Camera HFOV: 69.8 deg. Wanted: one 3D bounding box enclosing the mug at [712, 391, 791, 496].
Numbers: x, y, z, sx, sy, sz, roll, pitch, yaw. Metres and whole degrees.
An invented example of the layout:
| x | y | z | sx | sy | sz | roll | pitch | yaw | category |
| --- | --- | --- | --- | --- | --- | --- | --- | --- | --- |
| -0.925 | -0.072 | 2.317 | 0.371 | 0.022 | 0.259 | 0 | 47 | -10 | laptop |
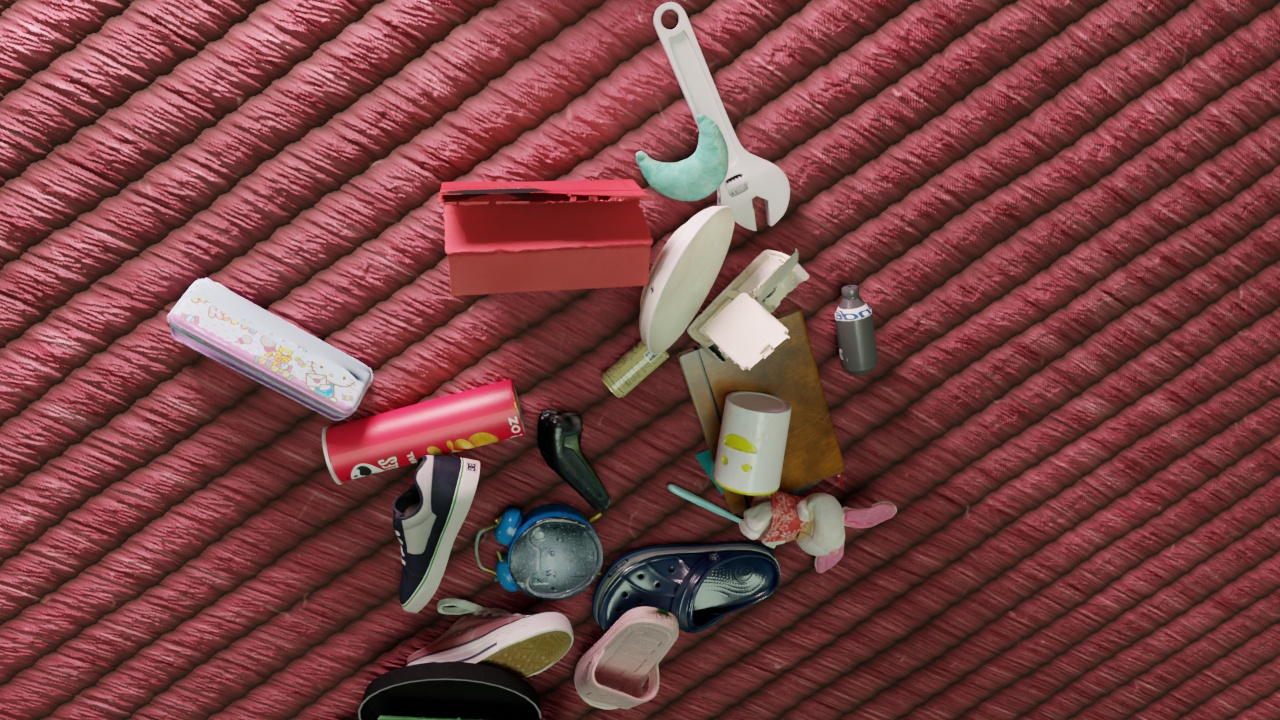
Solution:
| x | y | z | sx | sy | sz | roll | pitch | yaw | category |
| --- | --- | --- | --- | --- | --- | --- | --- | --- | --- |
| 0.135 | 0.099 | 1.113 | 0.082 | 0.082 | 0.106 | 4 | 106 | -11 | mug |

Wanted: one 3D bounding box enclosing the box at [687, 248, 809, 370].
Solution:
| x | y | z | sx | sy | sz | roll | pitch | yaw | category |
| --- | --- | --- | --- | --- | --- | --- | --- | --- | --- |
| 0.120 | -0.067 | 1.012 | 0.143 | 0.191 | 0.069 | -47 | 109 | 0 | box |

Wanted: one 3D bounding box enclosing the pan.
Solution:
| x | y | z | sx | sy | sz | roll | pitch | yaw | category |
| --- | --- | --- | --- | --- | --- | --- | --- | --- | --- |
| -0.301 | 0.454 | 1.171 | 0.357 | 0.034 | 0.225 | -13 | 136 | 11 | pan |

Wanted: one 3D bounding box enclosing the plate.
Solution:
| x | y | z | sx | sy | sz | roll | pitch | yaw | category |
| --- | --- | --- | --- | --- | --- | --- | --- | --- | --- |
| 0.045 | -0.094 | 1.017 | 0.034 | 0.182 | 0.182 | 30 | 103 | 15 | plate |

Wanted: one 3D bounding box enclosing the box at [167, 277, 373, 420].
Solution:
| x | y | z | sx | sy | sz | roll | pitch | yaw | category |
| --- | --- | --- | --- | --- | --- | --- | --- | --- | --- |
| -0.403 | -0.010 | 1.012 | 0.214 | 0.096 | 0.077 | 31 | 73 | -18 | box |

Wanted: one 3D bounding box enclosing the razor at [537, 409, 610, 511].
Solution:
| x | y | z | sx | sy | sz | roll | pitch | yaw | category |
| --- | --- | --- | --- | --- | --- | --- | --- | --- | --- |
| -0.076 | 0.122 | 1.123 | 0.067 | 0.054 | 0.151 | -40 | 117 | -13 | razor |

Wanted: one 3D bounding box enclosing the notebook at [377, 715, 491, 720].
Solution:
| x | y | z | sx | sy | sz | roll | pitch | yaw | category |
| --- | --- | --- | --- | --- | --- | --- | --- | --- | --- |
| -0.217 | 0.505 | 1.199 | 0.252 | 0.010 | 0.182 | 8 | 136 | -13 | notebook |

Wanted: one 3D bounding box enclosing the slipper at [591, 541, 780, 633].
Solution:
| x | y | z | sx | sy | sz | roll | pitch | yaw | category |
| --- | --- | --- | --- | --- | --- | --- | --- | --- | --- |
| 0.063 | 0.295 | 1.180 | 0.252 | 0.095 | 0.105 | -10 | 112 | -10 | slipper |

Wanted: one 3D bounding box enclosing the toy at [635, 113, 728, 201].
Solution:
| x | y | z | sx | sy | sz | roll | pitch | yaw | category |
| --- | --- | --- | --- | --- | --- | --- | --- | --- | --- |
| 0.054 | -0.219 | 1.022 | 0.105 | 0.033 | 0.085 | -27 | 116 | 29 | toy |

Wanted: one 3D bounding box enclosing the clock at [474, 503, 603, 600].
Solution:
| x | y | z | sx | sy | sz | roll | pitch | yaw | category |
| --- | --- | --- | --- | --- | --- | --- | --- | --- | --- |
| -0.126 | 0.235 | 1.144 | 0.161 | 0.060 | 0.117 | 1 | 109 | -9 | clock |

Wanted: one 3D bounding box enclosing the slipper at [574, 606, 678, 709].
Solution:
| x | y | z | sx | sy | sz | roll | pitch | yaw | category |
| --- | --- | --- | --- | --- | --- | --- | --- | --- | --- |
| -0.023 | 0.397 | 1.168 | 0.094 | 0.064 | 0.240 | 18 | 132 | -11 | slipper |

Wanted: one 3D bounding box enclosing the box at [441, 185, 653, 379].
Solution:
| x | y | z | sx | sy | sz | roll | pitch | yaw | category |
| --- | --- | --- | --- | --- | --- | --- | --- | --- | --- |
| -0.112 | -0.061 | 1.050 | 0.213 | 0.152 | 0.326 | -3 | 142 | -10 | box |

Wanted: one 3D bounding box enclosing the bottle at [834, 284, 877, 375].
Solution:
| x | y | z | sx | sy | sz | roll | pitch | yaw | category |
| --- | --- | --- | --- | --- | --- | --- | --- | --- | --- |
| 0.263 | -0.038 | 1.125 | 0.047 | 0.047 | 0.112 | -14 | 110 | -5 | bottle |

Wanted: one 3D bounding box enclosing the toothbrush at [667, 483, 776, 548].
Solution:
| x | y | z | sx | sy | sz | roll | pitch | yaw | category |
| --- | --- | --- | --- | --- | --- | --- | --- | --- | --- |
| 0.109 | 0.202 | 1.196 | 0.180 | 0.016 | 0.017 | 30 | 110 | -18 | toothbrush |

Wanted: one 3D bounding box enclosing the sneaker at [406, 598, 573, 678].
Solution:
| x | y | z | sx | sy | sz | roll | pitch | yaw | category |
| --- | --- | --- | --- | --- | --- | --- | --- | --- | --- |
| -0.192 | 0.351 | 1.158 | 0.241 | 0.087 | 0.118 | -22 | 134 | 17 | sneaker |

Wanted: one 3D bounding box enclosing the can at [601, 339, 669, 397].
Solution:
| x | y | z | sx | sy | sz | roll | pitch | yaw | category |
| --- | --- | --- | --- | --- | --- | --- | --- | --- | --- |
| -0.007 | 0.006 | 1.098 | 0.079 | 0.038 | 0.038 | -41 | 110 | 5 | can |

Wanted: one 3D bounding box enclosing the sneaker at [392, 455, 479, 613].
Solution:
| x | y | z | sx | sy | sz | roll | pitch | yaw | category |
| --- | --- | --- | --- | --- | --- | --- | --- | --- | --- |
| -0.261 | 0.203 | 1.081 | 0.079 | 0.084 | 0.236 | 16 | 120 | -17 | sneaker |

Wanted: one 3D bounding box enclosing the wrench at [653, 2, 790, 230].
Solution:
| x | y | z | sx | sy | sz | roll | pitch | yaw | category |
| --- | --- | --- | --- | --- | --- | --- | --- | --- | --- |
| 0.092 | -0.273 | 1.033 | 0.086 | 0.018 | 0.273 | -26 | 110 | -1 | wrench |

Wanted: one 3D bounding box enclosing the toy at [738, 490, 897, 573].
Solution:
| x | y | z | sx | sy | sz | roll | pitch | yaw | category |
| --- | --- | --- | --- | --- | --- | --- | --- | --- | --- |
| 0.214 | 0.209 | 1.169 | 0.194 | 0.084 | 0.160 | 15 | 133 | -26 | toy |

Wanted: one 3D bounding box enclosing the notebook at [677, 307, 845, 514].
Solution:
| x | y | z | sx | sy | sz | roll | pitch | yaw | category |
| --- | --- | --- | --- | --- | --- | --- | --- | --- | --- |
| 0.151 | 0.078 | 1.161 | 0.178 | 0.014 | 0.249 | -21 | 111 | -3 | notebook |

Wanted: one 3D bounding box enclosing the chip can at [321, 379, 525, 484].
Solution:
| x | y | z | sx | sy | sz | roll | pitch | yaw | category |
| --- | --- | --- | --- | --- | --- | --- | --- | --- | --- |
| -0.248 | 0.082 | 1.065 | 0.220 | 0.069 | 0.069 | -15 | 110 | -5 | chip can |
